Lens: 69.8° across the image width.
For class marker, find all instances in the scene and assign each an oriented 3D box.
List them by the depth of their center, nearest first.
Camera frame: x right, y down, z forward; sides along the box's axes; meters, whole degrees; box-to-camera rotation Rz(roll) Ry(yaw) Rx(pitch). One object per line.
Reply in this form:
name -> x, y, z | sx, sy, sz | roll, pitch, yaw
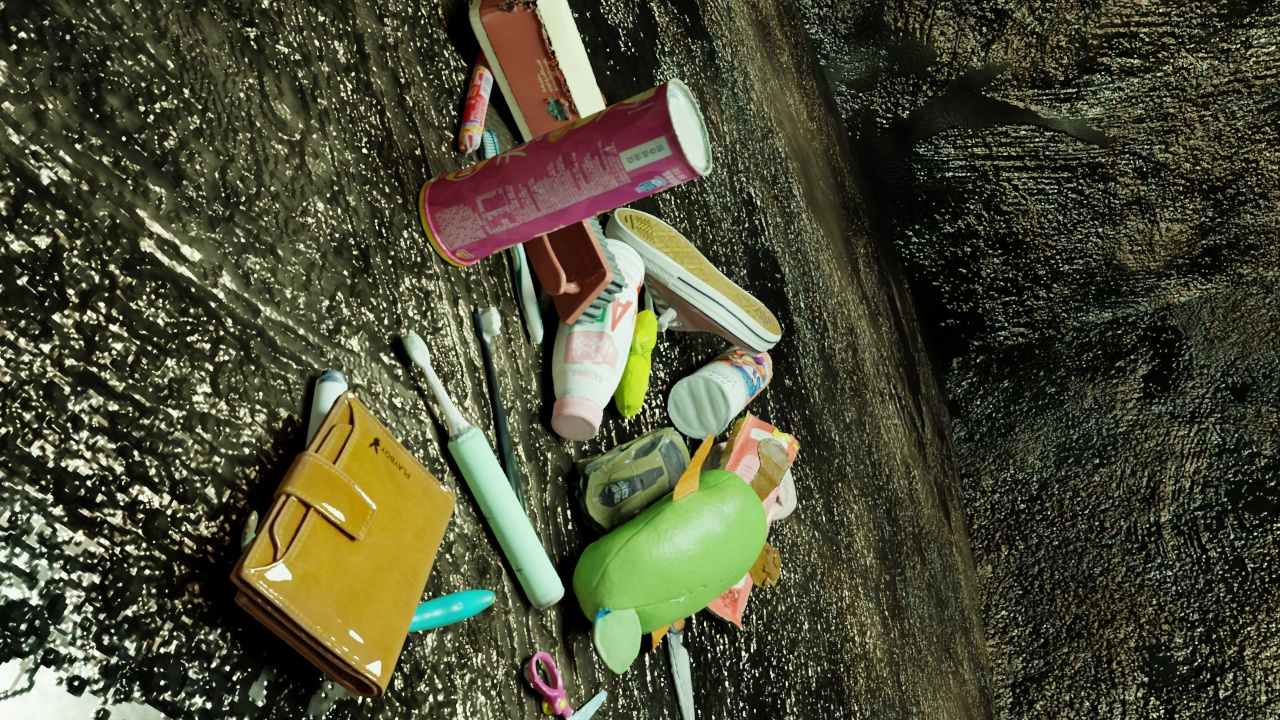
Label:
marker -> -0.182, 0.064, 0.510 | 0.022, 0.018, 0.130 | 31, 47, -44

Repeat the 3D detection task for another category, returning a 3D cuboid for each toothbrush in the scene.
toothbrush -> -0.111, 0.080, 0.644 | 0.026, 0.027, 0.224 | -34, 110, -29
toothbrush -> -0.103, 0.046, 0.697 | 0.015, 0.018, 0.181 | 10, 67, -67
toothbrush -> -0.111, -0.106, 0.776 | 0.018, 0.016, 0.191 | -8, 82, -50

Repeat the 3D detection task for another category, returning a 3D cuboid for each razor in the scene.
razor -> -0.134, 0.152, 0.540 | 0.132, 0.028, 0.043 | 3, 63, -59

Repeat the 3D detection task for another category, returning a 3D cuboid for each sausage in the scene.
sausage -> -0.139, -0.229, 0.788 | 0.020, 0.020, 0.155 | 48, 34, -44

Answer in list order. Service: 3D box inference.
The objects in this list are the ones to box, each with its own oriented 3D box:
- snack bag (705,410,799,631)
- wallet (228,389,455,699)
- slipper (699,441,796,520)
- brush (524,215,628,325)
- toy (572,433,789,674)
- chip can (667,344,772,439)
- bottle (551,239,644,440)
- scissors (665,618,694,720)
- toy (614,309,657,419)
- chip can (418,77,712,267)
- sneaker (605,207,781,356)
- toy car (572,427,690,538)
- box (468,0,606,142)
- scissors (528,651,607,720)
snack bag -> 0.106, 0.167, 0.977 | 0.128, 0.073, 0.207 | 50, 53, -40
wallet -> -0.157, 0.091, 0.488 | 0.119, 0.035, 0.130 | 58, 27, -31
slipper -> 0.143, 0.141, 1.120 | 0.274, 0.055, 0.114 | 9, 68, -62
brush -> -0.068, -0.103, 0.785 | 0.069, 0.063, 0.145 | 16, 40, -43
toy -> 0.040, 0.159, 0.775 | 0.246, 0.090, 0.227 | -15, 121, -43
chip can -> 0.099, 0.030, 1.074 | 0.214, 0.071, 0.071 | -28, 101, -67
bottle -> -0.042, -0.020, 0.814 | 0.068, 0.068, 0.196 | 52, 36, -40
scissors -> 0.016, 0.229, 0.846 | 0.136, 0.022, 0.234 | 30, 55, -46
toy -> -0.005, 0.005, 0.870 | 0.097, 0.031, 0.100 | 77, 27, -75
chip can -> -0.056, -0.133, 0.668 | 0.071, 0.211, 0.071 | 45, 36, -48
sneaker -> 0.046, -0.070, 1.011 | 0.241, 0.088, 0.118 | 35, 27, -23
toy car -> -0.001, 0.104, 0.816 | 0.157, 0.042, 0.070 | -22, 95, -50
box -> -0.079, -0.267, 0.834 | 0.091, 0.079, 0.168 | -83, 158, -43
scissors -> -0.052, 0.272, 0.665 | 0.125, 0.017, 0.133 | -80, 149, -49
